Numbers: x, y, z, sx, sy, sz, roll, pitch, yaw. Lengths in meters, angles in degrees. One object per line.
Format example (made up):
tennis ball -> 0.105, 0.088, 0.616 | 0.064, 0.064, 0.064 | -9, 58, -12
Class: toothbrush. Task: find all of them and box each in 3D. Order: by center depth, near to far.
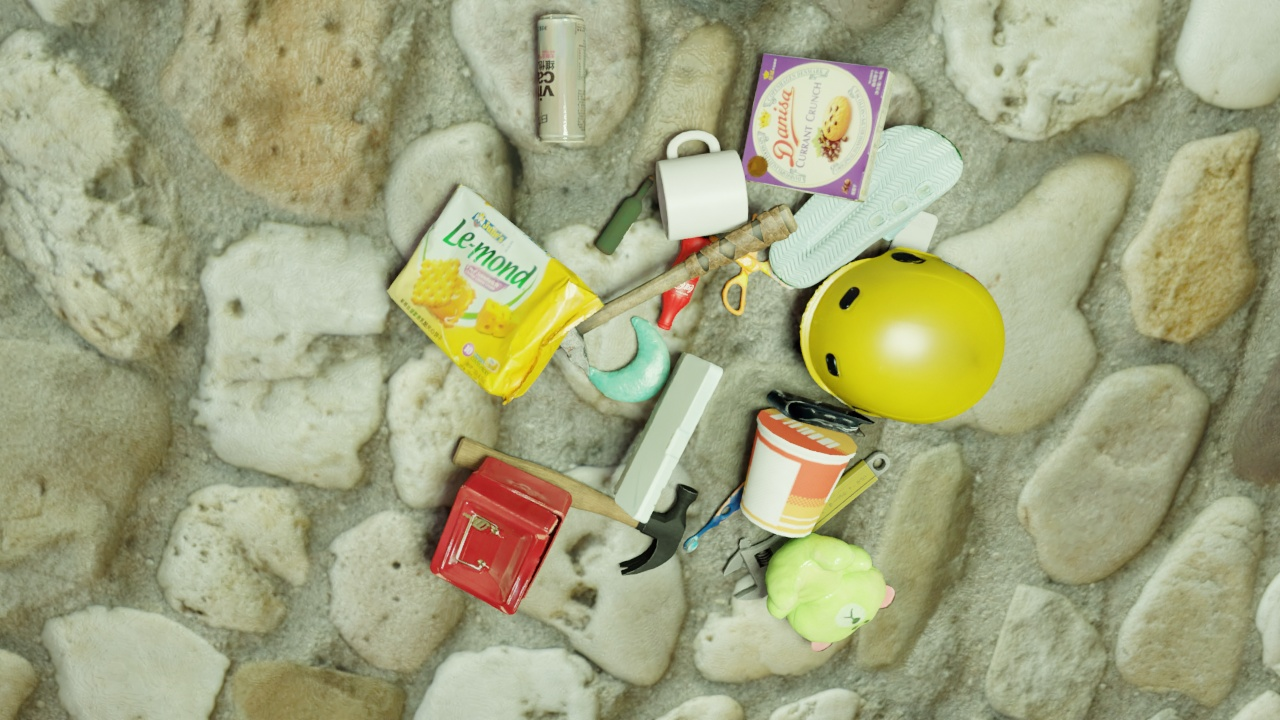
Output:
toothbrush -> 0.105, 0.201, 1.191 | 0.021, 0.017, 0.135 | 41, 98, -23

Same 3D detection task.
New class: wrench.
wrench -> 0.219, 0.215, 1.203 | 0.273, 0.018, 0.083 | -40, 104, 6

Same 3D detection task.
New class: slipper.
slipper -> 0.258, -0.176, 1.075 | 0.246, 0.074, 0.104 | -40, 73, 16

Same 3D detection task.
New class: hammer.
hammer -> 0.030, -0.090, 1.052 | 0.319, 0.048, 0.121 | -27, 132, 13
hammer -> -0.090, 0.173, 1.162 | 0.305, 0.040, 0.132 | 22, 98, -9

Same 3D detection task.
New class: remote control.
remote control -> 0.321, -0.114, 1.134 | 0.045, 0.008, 0.147 | 16, 102, -9

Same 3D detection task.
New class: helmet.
helmet -> 0.321, -0.018, 1.063 | 0.239, 0.140, 0.209 | 5, 104, -27

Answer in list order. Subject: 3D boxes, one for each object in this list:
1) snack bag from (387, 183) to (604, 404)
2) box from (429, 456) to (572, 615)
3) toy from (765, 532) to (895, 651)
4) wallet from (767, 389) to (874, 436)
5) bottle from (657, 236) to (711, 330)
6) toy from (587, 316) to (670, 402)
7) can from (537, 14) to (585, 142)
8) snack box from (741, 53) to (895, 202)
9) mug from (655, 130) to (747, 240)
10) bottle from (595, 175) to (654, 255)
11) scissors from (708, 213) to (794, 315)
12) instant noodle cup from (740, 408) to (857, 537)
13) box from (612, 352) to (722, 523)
snack bag -> -0.165, -0.072, 1.021 | 0.247, 0.068, 0.160 | 41, 96, 29
box -> -0.170, 0.212, 1.116 | 0.129, 0.092, 0.158 | 27, 121, -1
toy -> 0.233, 0.288, 1.172 | 0.150, 0.107, 0.197 | -36, 140, -1
wallet -> 0.219, 0.065, 1.130 | 0.115, 0.089, 0.026 | 15, 96, -7
bottle -> 0.049, -0.093, 1.103 | 0.036, 0.036, 0.119 | 20, 102, -9
toy -> -0.007, 0.007, 1.129 | 0.085, 0.033, 0.105 | 42, 96, 1
can -> -0.088, -0.314, 1.028 | 0.054, 0.054, 0.136 | 0, 104, -5
snack box -> 0.196, -0.262, 1.034 | 0.148, 0.040, 0.143 | 16, 103, 24
mug -> 0.067, -0.204, 1.053 | 0.090, 0.091, 0.121 | -9, 87, -2
bottle -> -0.016, -0.172, 1.084 | 0.025, 0.025, 0.106 | 33, 99, -12
scissors -> 0.139, -0.116, 1.118 | 0.128, 0.011, 0.125 | 4, 104, -7
instant noodle cup -> 0.186, 0.141, 1.134 | 0.123, 0.123, 0.121 | 14, 108, -8
box -> 0.023, 0.083, 1.080 | 0.040, 0.134, 0.197 | 27, 91, -22
